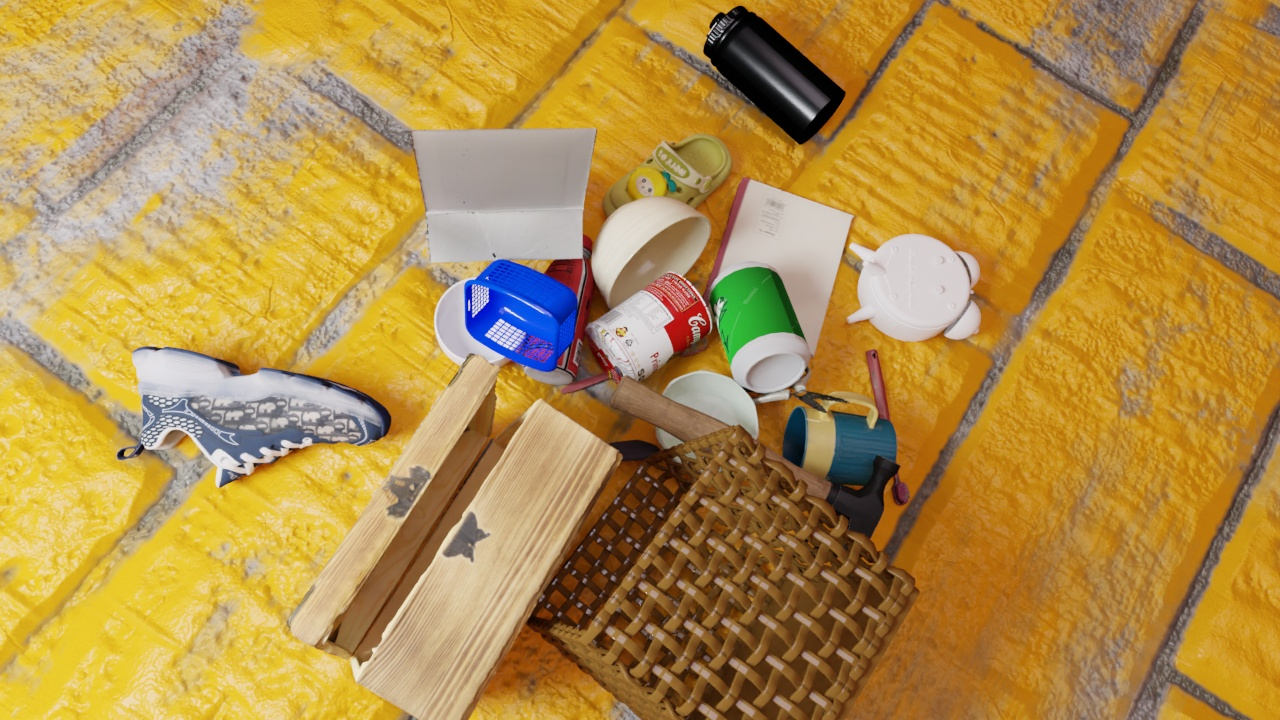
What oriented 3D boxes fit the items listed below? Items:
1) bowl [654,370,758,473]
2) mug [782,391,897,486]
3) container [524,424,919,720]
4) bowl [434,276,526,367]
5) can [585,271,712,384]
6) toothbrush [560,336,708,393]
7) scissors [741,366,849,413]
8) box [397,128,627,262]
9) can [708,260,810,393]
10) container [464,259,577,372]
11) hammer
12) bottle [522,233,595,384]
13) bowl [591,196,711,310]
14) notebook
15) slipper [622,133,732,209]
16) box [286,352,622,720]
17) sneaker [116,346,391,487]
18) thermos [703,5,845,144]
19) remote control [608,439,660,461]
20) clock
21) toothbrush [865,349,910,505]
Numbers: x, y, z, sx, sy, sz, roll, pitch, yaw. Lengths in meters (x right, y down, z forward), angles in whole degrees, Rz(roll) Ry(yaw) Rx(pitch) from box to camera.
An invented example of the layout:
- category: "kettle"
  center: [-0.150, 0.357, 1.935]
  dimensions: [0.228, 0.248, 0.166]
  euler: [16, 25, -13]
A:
- category: "bowl"
  center: [0.068, 0.075, 1.026]
  dimensions: [0.117, 0.061, 0.117]
  euler: [3, 70, -8]
- category: "mug"
  center: [0.225, 0.086, 1.018]
  dimensions: [0.107, 0.114, 0.083]
  euler: [8, 33, -6]
- category: "container"
  center: [0.062, 0.226, 0.848]
  dimensions: [0.214, 0.252, 0.219]
  euler: [41, 69, -6]
- category: "bowl"
  center: [-0.180, -0.037, 1.037]
  dimensions: [0.105, 0.054, 0.104]
  euler: [3, 69, -9]
- category: "can"
  center: [0.009, -0.034, 1.032]
  dimensions: [0.116, 0.087, 0.086]
  euler: [-35, 78, -18]
- category: "toothbrush"
  center: [-0.006, 0.006, 1.066]
  dimensions: [0.184, 0.016, 0.015]
  euler: [-19, 67, -12]
- category: "scissors"
  center: [0.164, 0.038, 1.019]
  dimensions: [0.154, 0.162, 0.012]
  euler: [-14, 109, 19]
- category: "box"
  center: [-0.130, -0.155, 0.883]
  dimensions: [0.166, 0.479, 0.119]
  euler: [-3, 95, -10]
- category: "can"
  center: [0.132, -0.039, 1.031]
  dimensions: [0.087, 0.088, 0.139]
  euler: [-5, 51, -10]
- category: "container"
  center: [-0.123, -0.051, 0.966]
  dimensions: [0.114, 0.096, 0.058]
  euler: [24, 48, 14]
- category: "hammer"
  center: [0.109, 0.103, 0.962]
  dimensions: [0.305, 0.040, 0.132]
  euler: [26, 89, -2]
- category: "bottle"
  center: [-0.088, -0.064, 1.054]
  dimensions: [0.062, 0.062, 0.176]
  euler: [12, 69, -4]
- category: "bowl"
  center: [0.000, -0.133, 1.050]
  dimensions: [0.150, 0.151, 0.075]
  euler: [-34, 70, -18]
- category: "notebook"
  center: [0.169, -0.119, 1.138]
  dimensions: [0.153, 0.012, 0.208]
  euler: [20, 68, 0]
- category: "slipper"
  center: [0.042, -0.224, 1.122]
  dimensions: [0.190, 0.082, 0.091]
  euler: [-38, 82, -21]
- category: "box"
  center: [-0.175, 0.174, 0.863]
  dimensions: [0.168, 0.246, 0.278]
  euler: [32, 69, -6]
- category: "sneaker"
  center: [-0.401, 0.071, 0.957]
  dimensions: [0.269, 0.103, 0.132]
  euler: [11, 84, -3]
- category: "thermos"
  center: [0.163, -0.379, 1.190]
  dimensions: [0.198, 0.086, 0.086]
  euler: [45, 70, 9]
- category: "remote control"
  center: [-0.030, 0.101, 0.992]
  dimensions: [0.124, 0.046, 0.009]
  euler: [-1, 107, -40]
- category: "clock"
  center: [0.338, -0.091, 1.117]
  dimensions: [0.161, 0.073, 0.125]
  euler: [9, 69, -5]
- category: "toothbrush"
  center: [0.291, 0.076, 1.080]
  dimensions: [0.016, 0.016, 0.189]
  euler: [-3, 71, -8]
